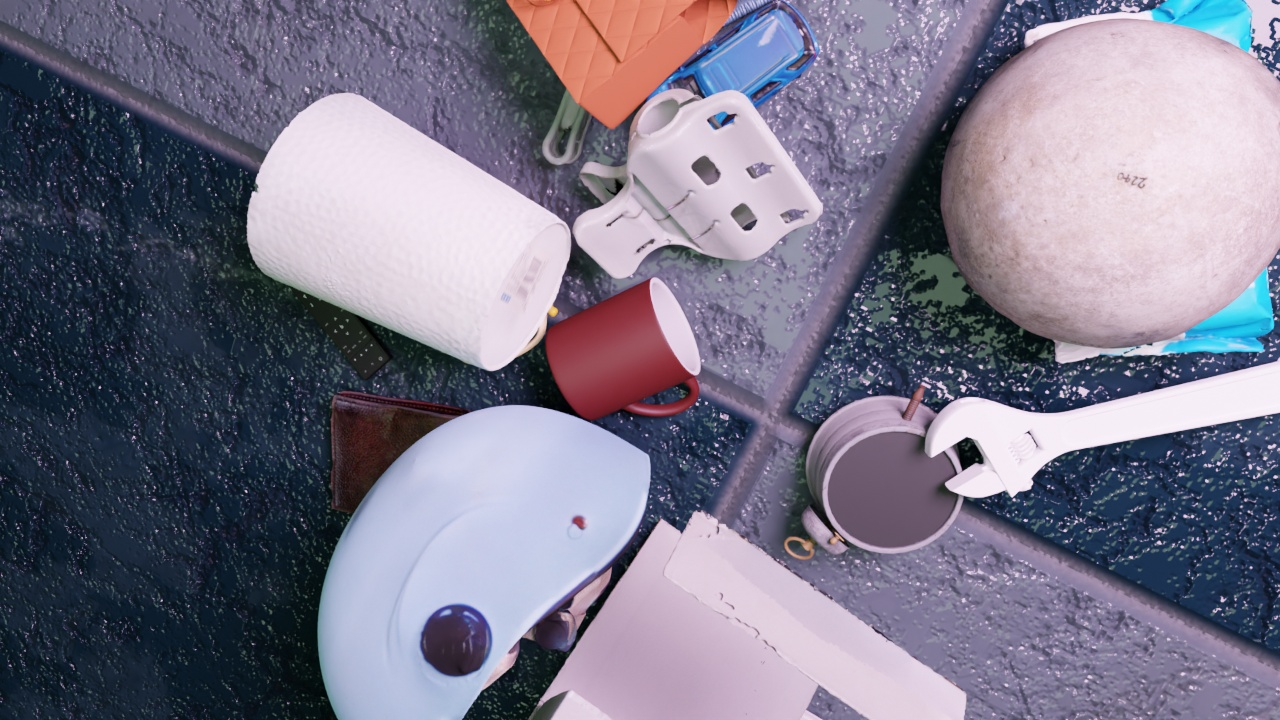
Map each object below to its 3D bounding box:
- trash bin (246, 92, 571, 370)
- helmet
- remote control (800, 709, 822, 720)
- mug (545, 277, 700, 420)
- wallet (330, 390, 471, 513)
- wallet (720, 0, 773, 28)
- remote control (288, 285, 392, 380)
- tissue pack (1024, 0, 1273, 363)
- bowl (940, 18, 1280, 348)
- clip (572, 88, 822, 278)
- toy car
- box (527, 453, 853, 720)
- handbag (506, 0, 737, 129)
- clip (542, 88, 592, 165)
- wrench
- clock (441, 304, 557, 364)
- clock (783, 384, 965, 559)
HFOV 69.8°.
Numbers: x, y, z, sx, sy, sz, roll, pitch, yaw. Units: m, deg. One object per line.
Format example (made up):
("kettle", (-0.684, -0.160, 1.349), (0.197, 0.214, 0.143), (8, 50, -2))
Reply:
("trash bin", (-0.140, -0.076, 0.586), (0.161, 0.133, 0.133), (28, 108, 11))
("helmet", (-0.114, 0.143, 0.612), (0.167, 0.225, 0.265), (34, 81, 5))
("remote control", (0.116, 0.290, 0.705), (0.136, 0.011, 0.050), (29, 108, 6))
("mug", (-0.004, 0.004, 0.641), (0.083, 0.073, 0.106), (-24, 126, 18))
("wallet", (-0.187, 0.079, 0.721), (0.120, 0.031, 0.099), (7, 102, 15))
("wallet", (0.065, -0.281, 0.573), (0.089, 0.026, 0.115), (-24, 97, 16))
("remote control", (-0.247, -0.048, 0.713), (0.030, 0.009, 0.140), (-38, 92, 19))
("tissue pack", (0.290, -0.105, 0.532), (0.117, 0.066, 0.209), (-5, 96, 19))
("bowl", (0.246, -0.093, 0.475), (0.179, 0.081, 0.178), (2, 95, 22))
("clip", (0.028, -0.109, 0.583), (0.144, 0.075, 0.124), (-14, 142, 32))
("toy car", (0.055, -0.181, 0.590), (0.120, 0.043, 0.056), (-33, 94, 19))
("box", (0.045, 0.214, 0.640), (0.167, 0.378, 0.172), (35, 125, 3))
("handbag", (-0.032, -0.245, 0.556), (0.109, 0.060, 0.172), (-38, 68, 15))
("clip", (-0.044, -0.170, 0.626), (0.023, 0.045, 0.076), (27, 108, 8))
("wrench", (0.314, 0.033, 0.567), (0.273, 0.018, 0.066), (-13, 102, 4))
("clock", (-0.116, -0.062, 0.663), (0.099, 0.043, 0.129), (-17, 92, 17))
("clock", (0.156, 0.087, 0.623), (0.148, 0.056, 0.104), (-43, 99, 14))
